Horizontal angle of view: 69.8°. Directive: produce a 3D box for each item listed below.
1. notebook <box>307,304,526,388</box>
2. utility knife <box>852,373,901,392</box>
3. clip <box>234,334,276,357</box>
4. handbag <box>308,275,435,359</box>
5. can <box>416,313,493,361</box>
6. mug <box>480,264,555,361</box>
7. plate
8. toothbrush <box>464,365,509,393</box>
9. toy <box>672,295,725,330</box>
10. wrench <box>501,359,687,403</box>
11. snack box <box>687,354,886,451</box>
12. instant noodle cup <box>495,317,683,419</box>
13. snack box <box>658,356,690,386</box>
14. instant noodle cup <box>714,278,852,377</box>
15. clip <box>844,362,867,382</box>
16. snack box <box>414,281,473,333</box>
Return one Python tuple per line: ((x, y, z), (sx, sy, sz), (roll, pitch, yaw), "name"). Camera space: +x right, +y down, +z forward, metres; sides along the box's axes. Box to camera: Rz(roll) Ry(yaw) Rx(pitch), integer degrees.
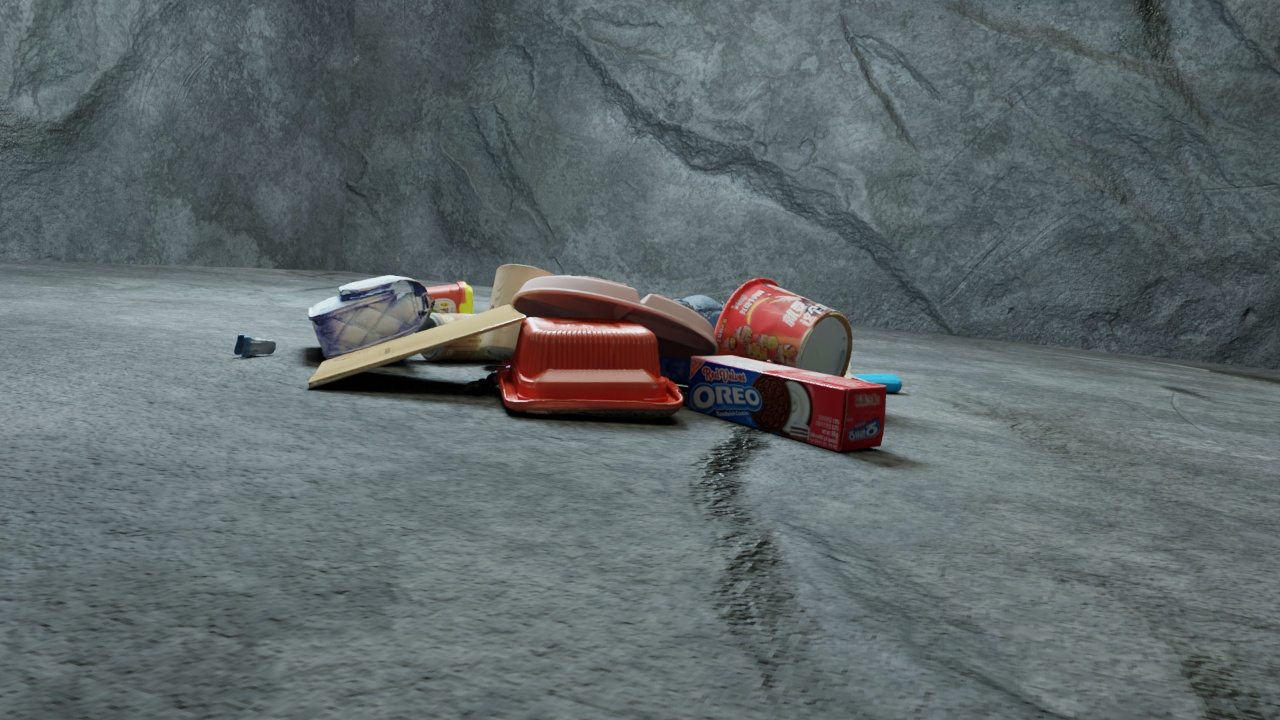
((-0.222, -0.018, 0.921), (0.207, 0.008, 0.148), (-18, 11, -11), "notebook")
((0.253, 0.030, 1.168), (0.198, 0.018, 0.034), (0, 24, -27), "utility knife")
((-0.427, -0.015, 1.016), (0.031, 0.025, 0.057), (11, 1, 7), "clip")
((-0.325, -0.059, 1.097), (0.134, 0.075, 0.194), (-20, 13, -18), "handbag")
((-0.215, -0.029, 1.137), (0.059, 0.058, 0.116), (11, 8, 43), "can")
((-0.125, -0.048, 1.113), (0.124, 0.103, 0.084), (15, -16, -15), "mug")
((-0.026, -0.045, 0.998), (0.229, 0.028, 0.230), (12, -12, 2), "plate")
((-0.156, 0.018, 0.967), (0.018, 0.014, 0.189), (-7, 5, 3), "toothbrush")
((0.060, -0.043, 1.290), (0.138, 0.091, 0.356), (-1, -5, -6), "toy")
((-0.049, 0.021, 1.012), (0.274, 0.016, 0.056), (10, 4, 34), "wrench")
((0.128, 0.034, 0.847), (0.058, 0.057, 0.208), (-3, 10, -35), "snack box")
((-0.053, 0.003, 0.881), (0.164, 0.079, 0.189), (0, 9, -13), "instant noodle cup")
((-0.006, 0.006, 1.062), (0.157, 0.026, 0.084), (8, -4, 18), "snack box")
((0.165, -0.017, 1.032), (0.109, 0.138, 0.137), (20, 15, 41), "instant noodle cup")
((0.230, 0.022, 1.106), (0.092, 0.035, 0.103), (7, 23, -10), "clip")
((-0.271, -0.061, 1.263), (0.080, 0.091, 0.082), (-4, 9, -13), "snack box")
